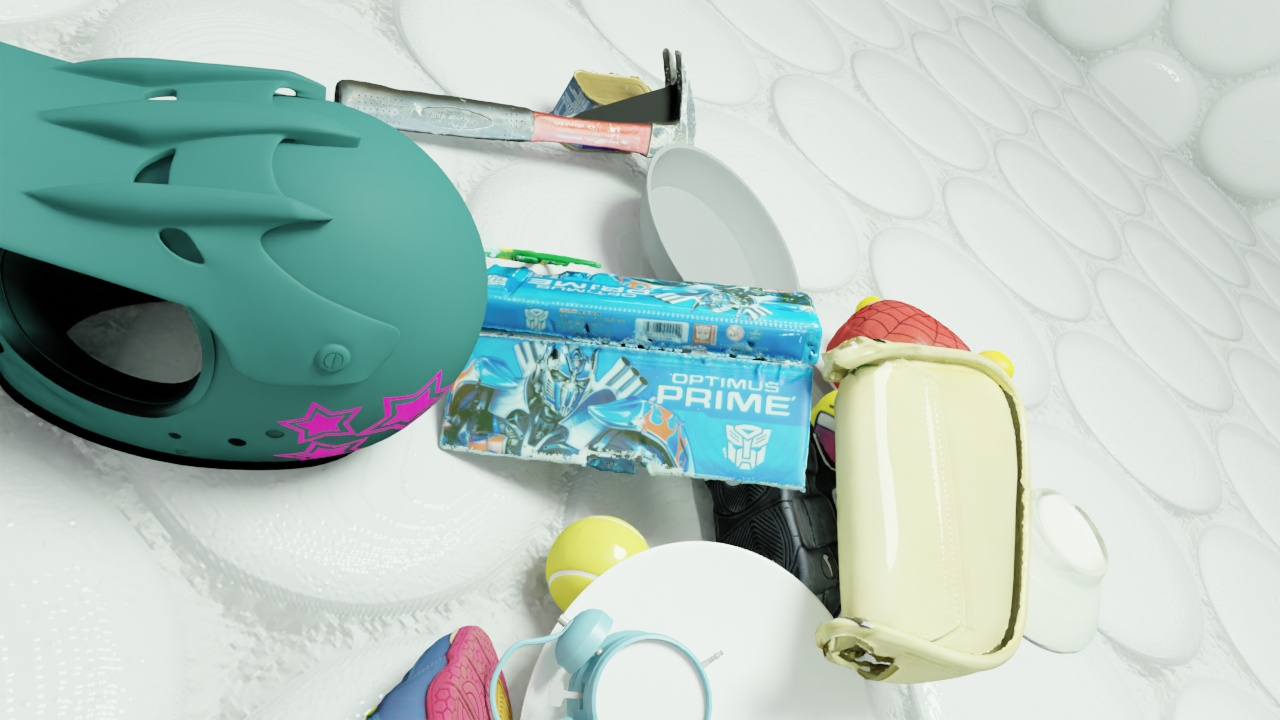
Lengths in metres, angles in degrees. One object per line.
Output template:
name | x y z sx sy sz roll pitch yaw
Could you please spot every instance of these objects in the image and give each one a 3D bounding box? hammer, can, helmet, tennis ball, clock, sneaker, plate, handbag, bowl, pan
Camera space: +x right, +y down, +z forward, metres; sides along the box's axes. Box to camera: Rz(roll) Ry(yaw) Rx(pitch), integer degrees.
hammer | -0.094 -0.213 0.792 0.325 0.141 0.036 -1 22 -29
can | -0.034 -0.241 0.890 0.099 0.059 0.054 -8 59 -42
helmet | -0.211 -0.054 0.474 0.274 0.201 0.176 9 49 -31
tennis ball | -0.025 0.127 0.556 0.065 0.065 0.065 21 44 -21
clock | -0.018 0.174 0.473 0.123 0.042 0.087 12 67 -17
sneaker | -0.126 0.200 0.399 0.241 0.091 0.116 -62 134 -70
sneaker | 0.128 0.090 0.691 0.150 0.097 0.252 19 45 -31
plate | 0.035 0.220 0.522 0.229 0.030 0.229 9 68 -24
handbag | 0.177 0.096 0.600 0.190 0.089 0.232 24 57 -31
bowl | 0.364 0.166 0.822 0.176 0.058 0.176 20 44 -21
pan | 0.113 -0.036 0.820 0.356 0.051 0.200 58 37 -1

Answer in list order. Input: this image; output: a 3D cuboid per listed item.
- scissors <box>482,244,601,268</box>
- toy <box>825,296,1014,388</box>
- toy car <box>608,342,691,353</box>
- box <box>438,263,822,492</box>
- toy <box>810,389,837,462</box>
scissors | -0.090 -0.079 0.690 0.130 0.011 0.125 7 6 -1
toy | 0.245 0.003 0.816 0.148 0.099 0.215 24 11 32
toy car | 0.001 -0.023 0.736 0.091 0.036 0.042 25 43 -32
box | -0.003 -0.009 0.618 0.243 0.070 0.170 6 46 4
toy | 0.174 0.067 0.741 0.041 0.094 0.095 -5 34 -44
